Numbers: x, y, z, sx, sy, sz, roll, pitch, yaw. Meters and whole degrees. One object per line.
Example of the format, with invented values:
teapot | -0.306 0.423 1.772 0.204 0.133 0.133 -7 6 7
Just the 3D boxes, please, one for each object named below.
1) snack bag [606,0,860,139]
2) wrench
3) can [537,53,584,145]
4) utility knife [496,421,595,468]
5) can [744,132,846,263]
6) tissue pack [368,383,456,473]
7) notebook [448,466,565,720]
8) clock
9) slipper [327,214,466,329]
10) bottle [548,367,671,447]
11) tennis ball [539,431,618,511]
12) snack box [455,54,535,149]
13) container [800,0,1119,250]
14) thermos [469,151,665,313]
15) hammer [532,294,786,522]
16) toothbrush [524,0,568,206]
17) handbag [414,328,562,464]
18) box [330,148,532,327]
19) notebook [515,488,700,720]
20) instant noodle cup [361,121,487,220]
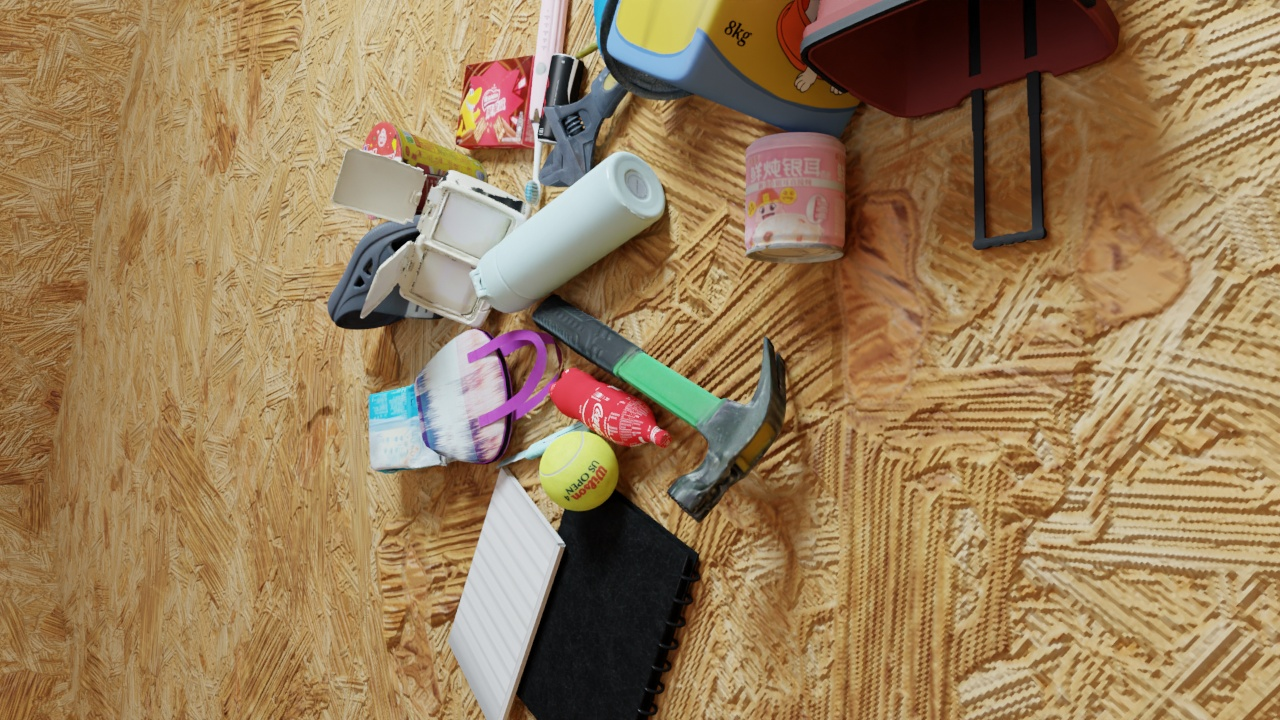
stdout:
snack bag | 0.091 -0.260 0.577 0.102 0.158 0.205 40 114 44
wrench | -0.012 -0.249 0.784 0.073 0.022 0.274 49 123 5
can | -0.075 -0.243 0.861 0.031 0.031 0.080 20 101 48
utility knife | -0.090 0.082 0.860 0.159 0.015 0.022 -27 29 45
can | 0.104 -0.108 0.616 0.067 0.067 0.076 -2 86 49
tissue pack | -0.249 0.076 1.008 0.145 0.061 0.093 -12 79 50
notebook | -0.134 0.230 0.887 0.142 0.009 0.210 40 116 52
clock | 0.028 -0.276 0.688 0.162 0.116 0.060 -55 37 29
slipper | -0.269 -0.075 1.013 0.269 0.110 0.083 -32 66 46
bottle | -0.025 0.043 0.767 0.142 0.041 0.042 23 104 47
tennis ball | -0.051 0.091 0.758 0.065 0.065 0.065 -7 81 48
snack box | -0.146 -0.265 0.952 0.133 0.021 0.089 14 98 49
container | 0.176 -0.176 0.507 0.148 0.127 0.200 -6 75 48
thermos | -0.070 -0.105 0.811 0.207 0.077 0.065 -29 82 41
hammer | -0.004 0.004 0.728 0.130 0.032 0.319 -49 37 -7
toothbrush | -0.092 -0.261 0.887 0.027 0.026 0.222 8 92 29
handbag | -0.143 0.023 0.898 0.170 0.068 0.144 -29 66 37
box | -0.206 -0.103 0.879 0.145 0.186 0.101 -63 27 30
notebook | -0.035 0.231 0.780 0.169 0.019 0.232 30 109 47
instant noodle cup | -0.226 -0.189 0.968 0.101 0.112 0.100 -8 80 49
